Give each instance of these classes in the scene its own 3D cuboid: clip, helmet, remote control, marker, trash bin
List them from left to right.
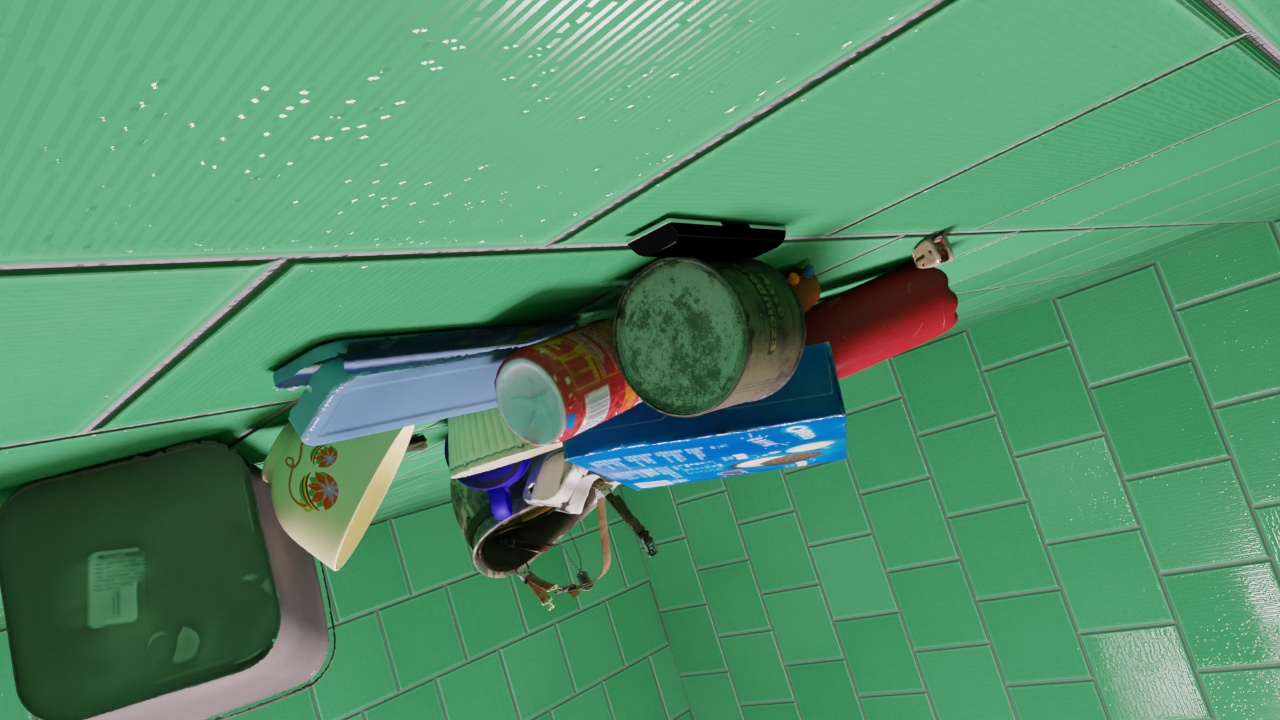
[{"bbox_3d":[-0.339,0.168,0.670,0.197,0.197,0.221,-14,166,-20],"label":"trash bin"},{"bbox_3d":[-0.271,0.093,0.911,0.017,0.017,0.146,-23,172,35],"label":"marker"},{"bbox_3d":[-0.104,0.175,1.078,0.223,0.236,0.193,3,137,-44],"label":"helmet"},{"bbox_3d":[-0.055,0.091,0.917,0.089,0.125,0.151,22,164,-35],"label":"clip"},{"bbox_3d":[0.040,-0.063,0.486,0.028,0.011,0.124,-23,172,35],"label":"remote control"},{"bbox_3d":[0.239,-0.089,0.758,0.049,0.026,0.061,-18,-178,38],"label":"clip"}]

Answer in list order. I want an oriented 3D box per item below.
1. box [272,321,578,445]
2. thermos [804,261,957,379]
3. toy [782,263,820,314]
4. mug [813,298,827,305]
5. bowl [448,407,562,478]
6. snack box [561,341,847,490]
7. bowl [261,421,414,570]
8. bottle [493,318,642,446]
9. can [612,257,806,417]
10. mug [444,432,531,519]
[{"bbox_3d":[-0.118,-0.003,0.552,0.067,0.052,0.209,-48,160,30],"label":"box"},{"bbox_3d":[0.170,-0.017,0.838,0.239,0.073,0.073,-23,174,-8],"label":"thermos"},{"bbox_3d":[0.088,-0.046,0.665,0.090,0.070,0.103,-30,151,-3],"label":"toy"},{"bbox_3d":[0.187,-0.022,0.955,0.095,0.068,0.115,-23,171,39],"label":"mug"},{"bbox_3d":[-0.128,0.063,0.848,0.115,0.062,0.115,-17,173,-2],"label":"bowl"},{"bbox_3d":[0.061,0.054,0.726,0.196,0.056,0.239,-10,165,10],"label":"snack box"},{"bbox_3d":[-0.218,0.077,0.640,0.074,0.117,0.118,26,167,-5],"label":"bowl"},{"bbox_3d":[-0.023,0.005,0.578,0.062,0.062,0.137,-24,179,41],"label":"bottle"},{"bbox_3d":[0.041,-0.016,0.539,0.090,0.090,0.074,-23,172,35],"label":"can"},{"bbox_3d":[-0.152,0.108,0.944,0.079,0.111,0.083,-13,173,-3],"label":"mug"}]
